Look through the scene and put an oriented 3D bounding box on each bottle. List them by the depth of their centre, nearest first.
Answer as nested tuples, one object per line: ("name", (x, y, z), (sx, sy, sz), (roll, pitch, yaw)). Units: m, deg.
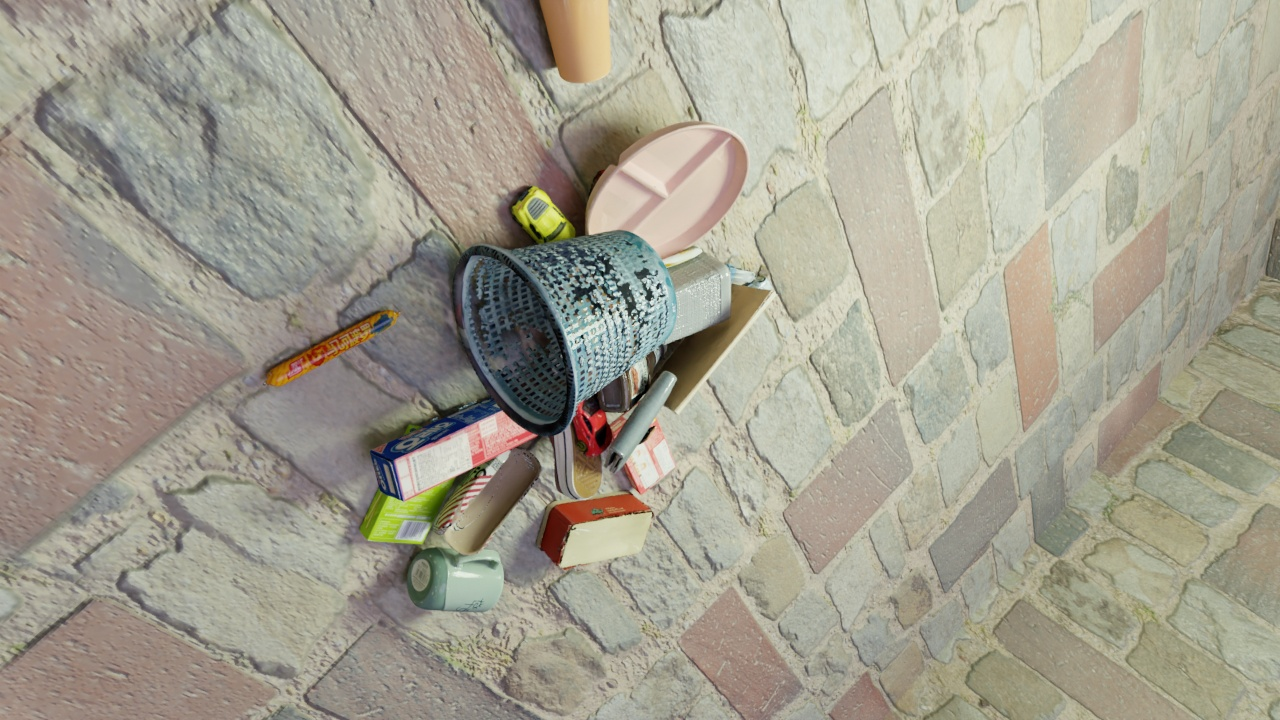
("bottle", (-0.007, 0.007, 1.222), (0.194, 0.044, 0.080), (-44, 131, -65))

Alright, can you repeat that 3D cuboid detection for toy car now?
("toy car", (-0.110, -0.161, 1.091), (0.048, 0.032, 0.105), (-49, 140, -6))
("toy car", (-0.064, 0.070, 1.165), (0.049, 0.031, 0.106), (-39, 122, -45))
("toy car", (0.162, -0.088, 1.392), (0.105, 0.031, 0.049), (-35, 137, -23))

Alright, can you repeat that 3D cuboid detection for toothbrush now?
("toothbrush", (-0.001, -0.113, 1.209), (0.191, 0.018, 0.016), (-21, 154, -16))

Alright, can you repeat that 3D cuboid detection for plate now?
("plate", (0.031, -0.206, 1.139), (0.229, 0.028, 0.230), (-24, 151, -14))

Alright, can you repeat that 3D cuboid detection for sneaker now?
("sneaker", (-0.103, 0.064, 1.212), (0.118, 0.088, 0.241), (-13, 104, -51))

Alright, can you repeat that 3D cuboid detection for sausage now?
("sausage", (-0.332, -0.015, 0.994), (0.164, 0.021, 0.021), (-33, 135, -23))

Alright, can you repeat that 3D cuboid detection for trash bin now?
("trash bin", (-0.075, -0.053, 1.061), (0.194, 0.227, 0.227), (-27, 132, -34))

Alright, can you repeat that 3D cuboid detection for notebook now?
("notebook", (0.092, -0.023, 1.294), (0.012, 0.149, 0.211), (41, 86, -19))

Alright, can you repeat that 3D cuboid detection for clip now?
("clip", (0.145, -0.128, 1.360), (0.057, 0.036, 0.025), (2, 113, -39))

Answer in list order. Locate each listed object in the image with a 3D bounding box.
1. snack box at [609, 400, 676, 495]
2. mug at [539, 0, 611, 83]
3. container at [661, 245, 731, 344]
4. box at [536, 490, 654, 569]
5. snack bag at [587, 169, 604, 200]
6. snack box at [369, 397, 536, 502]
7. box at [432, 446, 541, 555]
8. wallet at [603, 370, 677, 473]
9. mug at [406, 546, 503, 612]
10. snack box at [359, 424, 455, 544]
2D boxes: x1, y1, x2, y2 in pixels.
("snack box", (0.002, 0.134, 1.400), (0.075, 0.025, 0.153), (-38, 136, -16))
("mug", (-0.067, -0.361, 0.967), (0.078, 0.078, 0.123), (-32, 140, -23))
("container", (0.052, -0.086, 1.249), (0.114, 0.090, 0.090), (-25, 131, -25))
("box", (-0.062, 0.260, 1.386), (0.168, 0.078, 0.091), (-1, 117, -42))
("snack bag", (-0.019, -0.212, 1.144), (0.105, 0.026, 0.045), (-1, 114, -43))
("snack box", (-0.222, 0.099, 1.109), (0.206, 0.057, 0.058), (-25, 117, -41))
("box", (-0.194, 0.177, 1.196), (0.087, 0.076, 0.162), (43, 67, -18))
("wallet", (0.001, 0.085, 1.205), (0.129, 0.037, 0.107), (-55, 175, -21))
("mug", (-0.241, 0.286, 1.224), (0.106, 0.082, 0.112), (19, 128, -44))
("snack box", (-0.282, 0.158, 1.153), (0.085, 0.026, 0.156), (16, 106, -47))
